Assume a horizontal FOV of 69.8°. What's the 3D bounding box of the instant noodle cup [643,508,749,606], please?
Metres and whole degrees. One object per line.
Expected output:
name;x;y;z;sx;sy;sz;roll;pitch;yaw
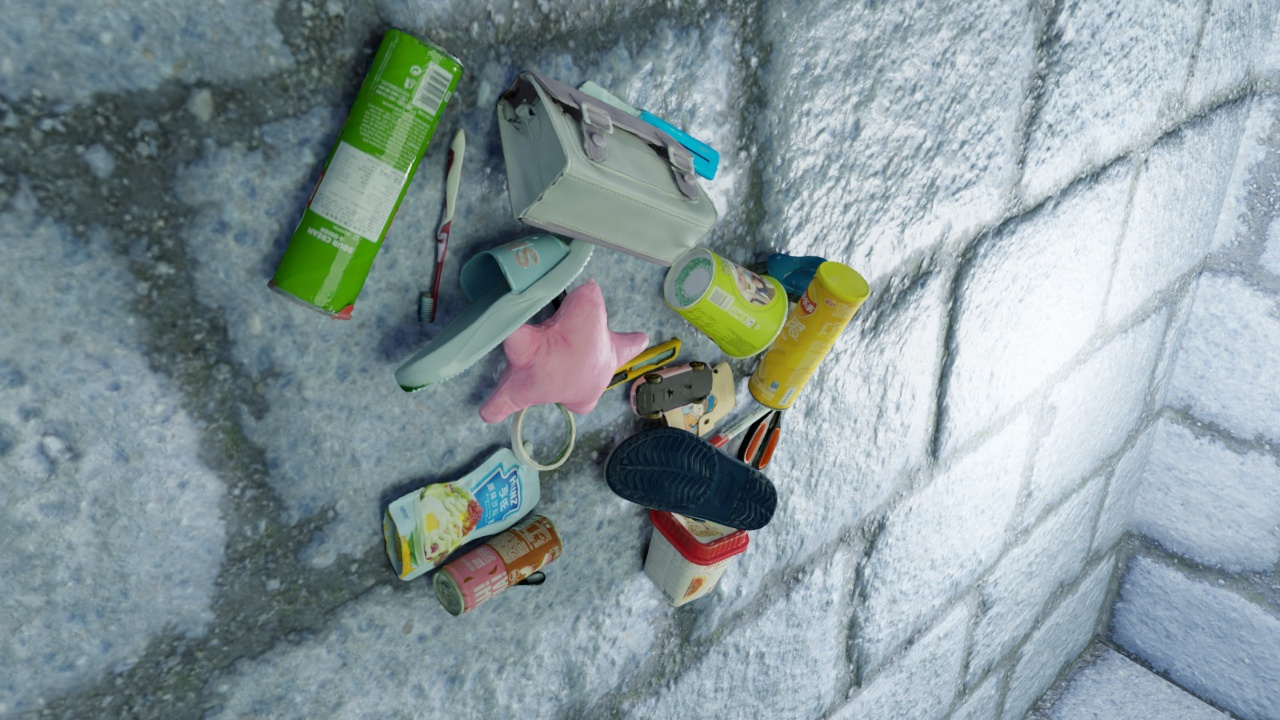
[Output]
instant noodle cup;0.068;0.258;1.252;0.116;0.116;0.124;-10;131;-41

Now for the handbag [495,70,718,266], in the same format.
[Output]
handbag;-0.032;-0.184;0.875;0.196;0.144;0.099;12;135;-45

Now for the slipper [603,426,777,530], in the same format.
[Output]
slipper;0.063;0.151;1.186;0.252;0.095;0.105;20;80;-25

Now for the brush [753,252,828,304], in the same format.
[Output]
brush;0.213;-0.110;1.204;0.143;0.074;0.055;10;61;-48

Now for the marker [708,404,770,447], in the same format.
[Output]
marker;0.148;0.084;1.278;0.145;0.017;0.017;-34;133;-15

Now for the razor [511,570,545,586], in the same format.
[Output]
razor;-0.170;0.263;1.080;0.142;0.022;0.042;4;74;-46

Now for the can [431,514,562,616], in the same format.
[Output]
can;-0.159;0.229;1.035;0.147;0.058;0.058;-24;127;-40

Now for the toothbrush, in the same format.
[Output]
toothbrush;-0.186;-0.123;0.855;0.017;0.016;0.188;1;111;-34

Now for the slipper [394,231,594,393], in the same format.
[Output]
slipper;-0.143;-0.063;0.869;0.244;0.104;0.074;-46;108;-28

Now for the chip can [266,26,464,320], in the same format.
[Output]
chip can;-0.225;-0.152;0.757;0.072;0.072;0.236;22;95;-48

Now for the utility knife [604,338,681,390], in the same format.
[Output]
utility knife;-0.007;0.006;1.101;0.156;0.015;0.033;-24;130;-34

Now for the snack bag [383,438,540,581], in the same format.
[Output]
snack bag;-0.186;0.158;0.996;0.190;0.039;0.110;-24;121;-38

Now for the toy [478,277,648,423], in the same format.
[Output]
toy;-0.070;-0.009;0.964;0.194;0.074;0.179;-4;130;-41

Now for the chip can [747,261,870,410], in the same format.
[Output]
chip can;0.217;-0.028;1.202;0.071;0.072;0.214;-15;144;-39

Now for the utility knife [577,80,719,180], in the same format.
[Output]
utility knife;0.013;-0.246;0.981;0.224;0.018;0.034;17;100;-46

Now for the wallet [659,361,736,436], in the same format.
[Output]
wallet;0.077;0.063;1.210;0.115;0.024;0.087;-35;131;-22

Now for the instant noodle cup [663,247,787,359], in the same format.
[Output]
instant noodle cup;0.095;-0.075;1.097;0.123;0.112;0.111;27;91;-40

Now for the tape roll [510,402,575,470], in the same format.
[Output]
tape roll;-0.107;0.079;1.020;0.085;0.014;0.085;4;85;-47

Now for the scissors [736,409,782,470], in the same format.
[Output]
scissors;0.206;0.060;1.344;0.234;0.022;0.152;-53;146;-19

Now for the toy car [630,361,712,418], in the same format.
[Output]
toy car;0.038;0.035;1.141;0.122;0.037;0.056;-15;113;-34

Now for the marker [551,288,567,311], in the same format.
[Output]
marker;-0.074;-0.032;1.013;0.022;0.018;0.131;-47;137;-28
